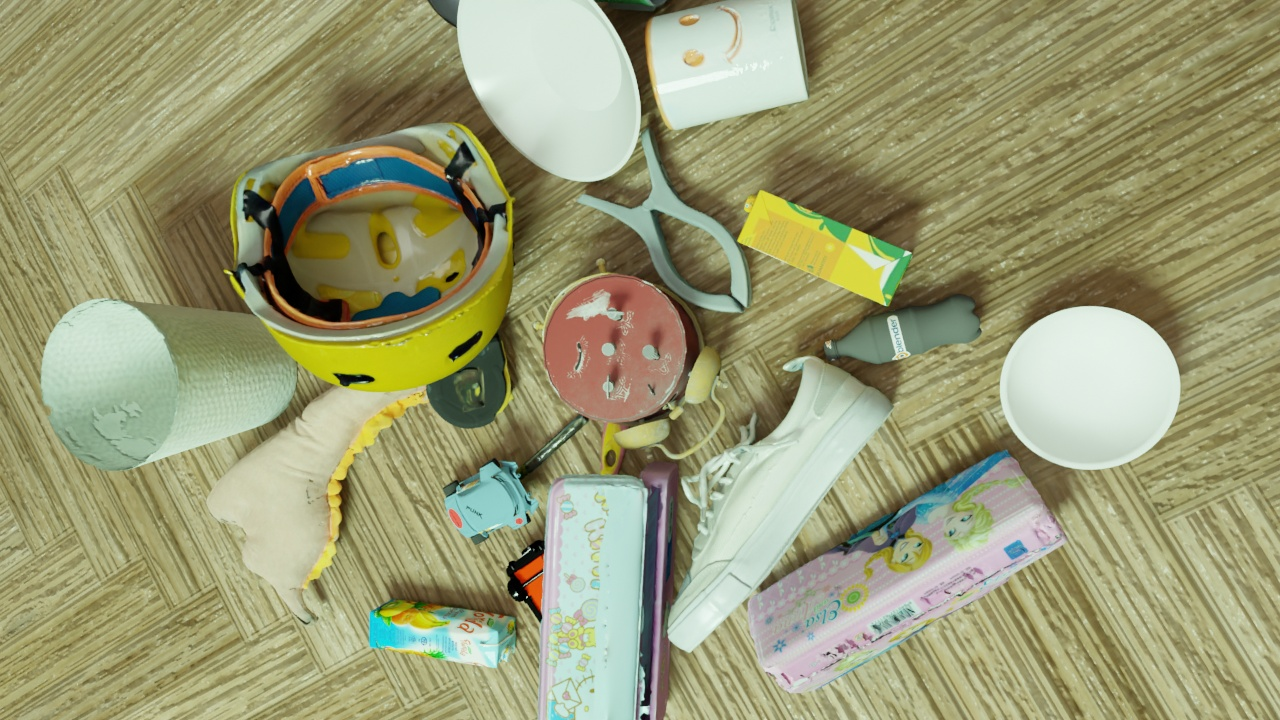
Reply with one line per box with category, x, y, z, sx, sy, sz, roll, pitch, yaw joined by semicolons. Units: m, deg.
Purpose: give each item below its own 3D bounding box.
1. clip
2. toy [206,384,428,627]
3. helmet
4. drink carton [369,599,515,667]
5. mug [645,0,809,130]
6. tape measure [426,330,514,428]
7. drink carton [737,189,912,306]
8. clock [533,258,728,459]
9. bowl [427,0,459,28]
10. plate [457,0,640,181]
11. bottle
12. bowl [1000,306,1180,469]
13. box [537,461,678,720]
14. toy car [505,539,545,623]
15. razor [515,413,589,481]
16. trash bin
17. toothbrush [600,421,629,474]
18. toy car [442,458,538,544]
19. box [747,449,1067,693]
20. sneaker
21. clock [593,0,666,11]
clip;0.020;-0.094;0.721;0.090;0.027;0.162;-35;83;14
toy;-0.258;0.091;0.805;0.264;0.065;0.196;-36;92;9
helmet;-0.189;-0.057;0.703;0.209;0.140;0.239;-16;53;-9
drink carton;-0.170;0.235;0.790;0.129;0.044;0.038;3;94;17
mug;0.065;-0.220;0.671;0.105;0.082;0.082;-8;91;15
tape measure;-0.142;0.019;0.758;0.071;0.042;0.072;-19;101;-19
drink carton;0.133;-0.083;0.672;0.122;0.058;0.041;26;100;13
clock;-0.004;0.004;0.698;0.117;0.081;0.159;-44;78;8
bowl;-0.116;-0.315;0.737;0.114;0.045;0.114;1;94;16
plate;-0.061;-0.222;0.694;0.174;0.036;0.174;28;143;23
bottle;0.190;-0.020;0.670;0.110;0.036;0.036;-14;89;17
bowl;0.306;0.018;0.636;0.110;0.040;0.110;1;94;16
box;-0.013;0.188;0.695;0.062;0.139;0.214;7;97;44
toy car;-0.065;0.195;0.754;0.051;0.048;0.100;-37;83;15
razor;-0.084;0.081;0.767;0.106;0.026;0.042;-42;80;11
trash bin;-0.386;0.014;0.778;0.133;0.161;0.133;1;94;16
toothbrush;-0.026;0.088;0.753;0.021;0.016;0.135;11;92;17
toy car;-0.133;0.121;0.757;0.108;0.027;0.060;-29;92;42
box;0.197;0.171;0.669;0.231;0.084;0.090;-35;112;15
sneaker;0.082;0.103;0.690;0.091;0.089;0.242;37;97;16
clock;-0.004;-0.342;0.659;0.075;0.121;0.162;11;104;17
